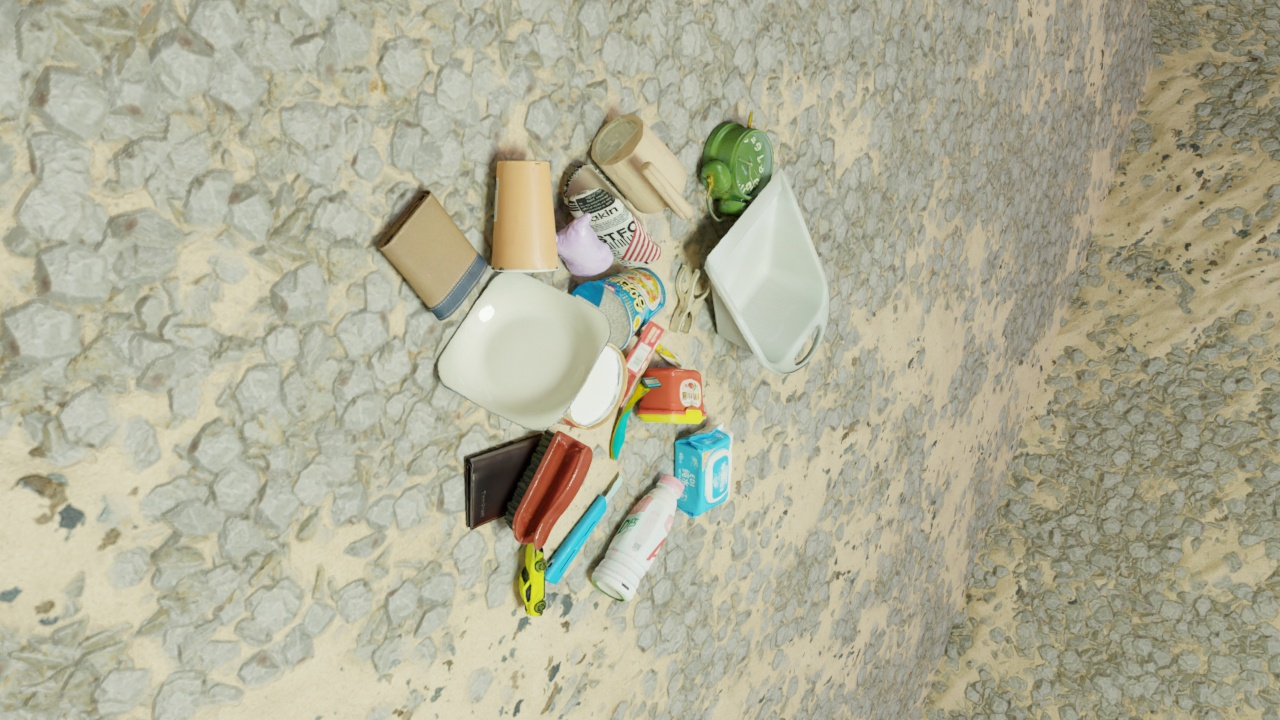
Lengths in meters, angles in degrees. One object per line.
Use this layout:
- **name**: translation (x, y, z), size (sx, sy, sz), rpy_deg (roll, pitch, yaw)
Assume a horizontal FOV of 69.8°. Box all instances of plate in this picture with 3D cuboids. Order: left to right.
- **plate**: translation (-0.129, -0.009, 1.041), size (0.163, 0.164, 0.034), rpy_deg (-59, 164, -16)

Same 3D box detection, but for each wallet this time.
- **wallet**: translation (-0.221, -0.111, 0.982), size (0.090, 0.033, 0.115), rpy_deg (-58, 138, -24)
- **wallet**: translation (-0.167, 0.150, 1.148), size (0.122, 0.020, 0.096), rpy_deg (-16, 115, -45)

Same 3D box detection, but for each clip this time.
- **clip**: translation (0.063, -0.092, 1.338), size (0.082, 0.035, 0.104), rpy_deg (30, 87, -54)

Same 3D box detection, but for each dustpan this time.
- **dustpan**: translation (0.215, -0.111, 1.402), size (0.222, 0.143, 0.258), rpy_deg (-51, 156, -27)

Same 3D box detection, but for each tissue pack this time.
- **tissue pack**: translation (0.102, 0.172, 1.448), size (0.089, 0.063, 0.140), rpy_deg (-20, 117, -46)

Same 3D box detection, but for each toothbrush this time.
- **toothbrush**: translation (0.032, -0.015, 1.307), size (0.016, 0.018, 0.191), rpy_deg (-63, 153, -4)

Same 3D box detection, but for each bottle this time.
- **bottle**: translation (0.003, 0.258, 1.357), size (0.196, 0.068, 0.068), rpy_deg (-56, 138, -26)

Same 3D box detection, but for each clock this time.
- **clock**: translation (0.138, -0.276, 1.345), size (0.161, 0.056, 0.116), rpy_deg (-60, 139, -17)

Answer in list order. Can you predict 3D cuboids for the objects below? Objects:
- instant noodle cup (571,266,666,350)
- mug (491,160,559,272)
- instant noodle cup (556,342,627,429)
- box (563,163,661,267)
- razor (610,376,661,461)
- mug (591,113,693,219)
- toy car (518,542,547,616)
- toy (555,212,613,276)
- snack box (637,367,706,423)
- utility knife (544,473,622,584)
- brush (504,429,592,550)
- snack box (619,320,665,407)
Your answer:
- **instant noodle cup**: translation (-0.022, -0.073, 1.194), size (0.109, 0.099, 0.099), rpy_deg (-34, 127, -49)
- **mug**: translation (-0.132, -0.164, 1.042), size (0.078, 0.078, 0.123), rpy_deg (-13, 106, -48)
- **instant noodle cup**: translation (-0.091, 0.020, 1.122), size (0.137, 0.110, 0.138), rpy_deg (-20, 118, -45)
- **box**: translation (-0.037, -0.185, 1.164), size (0.163, 0.076, 0.087), rpy_deg (37, 40, -50)
- **razor**: translation (-0.015, 0.082, 1.293), size (0.043, 0.028, 0.133), rpy_deg (-8, 125, -63)
- **mug**: translation (0.007, -0.236, 1.148), size (0.084, 0.124, 0.103), rpy_deg (-43, 138, 7)
- **toy car**: translation (-0.142, 0.285, 1.206), size (0.032, 0.048, 0.105), rpy_deg (-1, 106, -17)
- **toy**: translation (-0.076, -0.135, 1.131), size (0.108, 0.084, 0.039), rpy_deg (42, 30, -58)
- **snack box**: translation (0.045, 0.051, 1.332), size (0.091, 0.082, 0.080), rpy_deg (6, 84, -52)
- **utility knife**: translation (-0.077, 0.234, 1.288), size (0.190, 0.018, 0.034), rpy_deg (-53, 142, -27)
- **brush**: translation (-0.114, 0.163, 1.144), size (0.063, 0.069, 0.145), rpy_deg (35, 80, -49)
- **snack box**: translation (-0.007, 0.007, 1.218), size (0.075, 0.025, 0.153), rpy_deg (-57, 178, -20)
